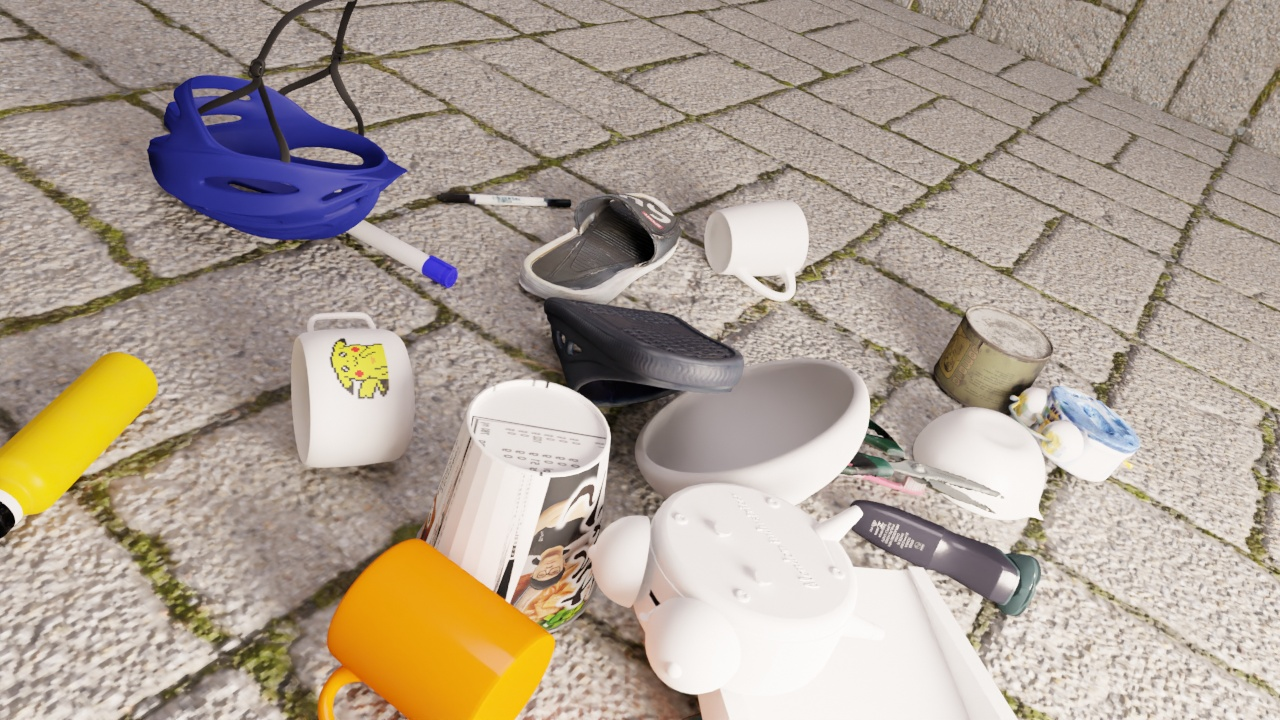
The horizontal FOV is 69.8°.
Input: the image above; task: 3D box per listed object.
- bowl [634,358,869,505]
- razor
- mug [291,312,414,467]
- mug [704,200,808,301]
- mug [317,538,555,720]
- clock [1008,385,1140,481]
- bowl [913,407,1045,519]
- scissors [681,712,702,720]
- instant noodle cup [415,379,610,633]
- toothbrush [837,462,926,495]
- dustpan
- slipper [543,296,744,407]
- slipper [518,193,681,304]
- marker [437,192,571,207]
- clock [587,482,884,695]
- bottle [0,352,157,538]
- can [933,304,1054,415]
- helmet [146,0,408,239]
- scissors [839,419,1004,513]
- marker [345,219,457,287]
[{"bbox_3d":[0.088,0.067,0.687,0.177,0.066,0.176,-18,20,7],"label":"bowl"},{"bbox_3d":[0.225,0.143,0.692,0.143,0.047,0.052,22,11,13],"label":"razor"},{"bbox_3d":[-0.201,0.016,0.634,0.068,0.095,0.115,-3,62,-28],"label":"mug"},{"bbox_3d":[0.127,-0.115,0.990,0.087,0.081,0.114,-7,72,-21],"label":"mug"},{"bbox_3d":[-0.118,0.168,0.493,0.096,0.078,0.112,31,65,19],"label":"mug"},{"bbox_3d":[0.396,0.064,0.848,0.125,0.052,0.088,16,31,-18],"label":"clock"},{"bbox_3d":[0.303,0.080,0.801,0.114,0.051,0.114,11,35,-8],"label":"bowl"},{"bbox_3d":[0.077,0.198,0.570,0.154,0.019,0.125,30,40,12],"label":"scissors"},{"bbox_3d":[-0.074,0.085,0.573,0.123,0.122,0.123,11,35,-8],"label":"instant noodle cup"},{"bbox_3d":[0.175,0.092,0.761,0.135,0.016,0.021,12,26,-7],"label":"toothbrush"},{"bbox_3d":[0.136,0.210,0.525,0.191,0.053,0.257,8,41,-18],"label":"dustpan"},{"bbox_3d":[-0.004,0.004,0.741,0.110,0.083,0.268,5,10,-23],"label":"slipper"},{"bbox_3d":[-0.029,-0.131,0.950,0.111,0.063,0.263,27,38,15],"label":"slipper"},{"bbox_3d":[-0.147,-0.175,1.004,0.152,0.011,0.011,-2,39,-26],"label":"marker"},{"bbox_3d":[0.060,0.124,0.536,0.160,0.073,0.125,-3,34,-34],"label":"clock"},{"bbox_3d":[-0.360,0.051,0.570,0.043,0.043,0.143,15,35,-2],"label":"bottle"},{"bbox_3d":[0.349,0.000,0.912,0.090,0.075,0.089,12,36,-9],"label":"can"},{"bbox_3d":[-0.320,-0.218,0.801,0.241,0.228,0.147,18,26,6],"label":"helmet"},{"bbox_3d":[0.209,0.074,0.780,0.210,0.015,0.137,17,24,10],"label":"scissors"},{"bbox_3d":[-0.233,-0.108,0.865,0.141,0.020,0.020,28,36,16],"label":"marker"}]
